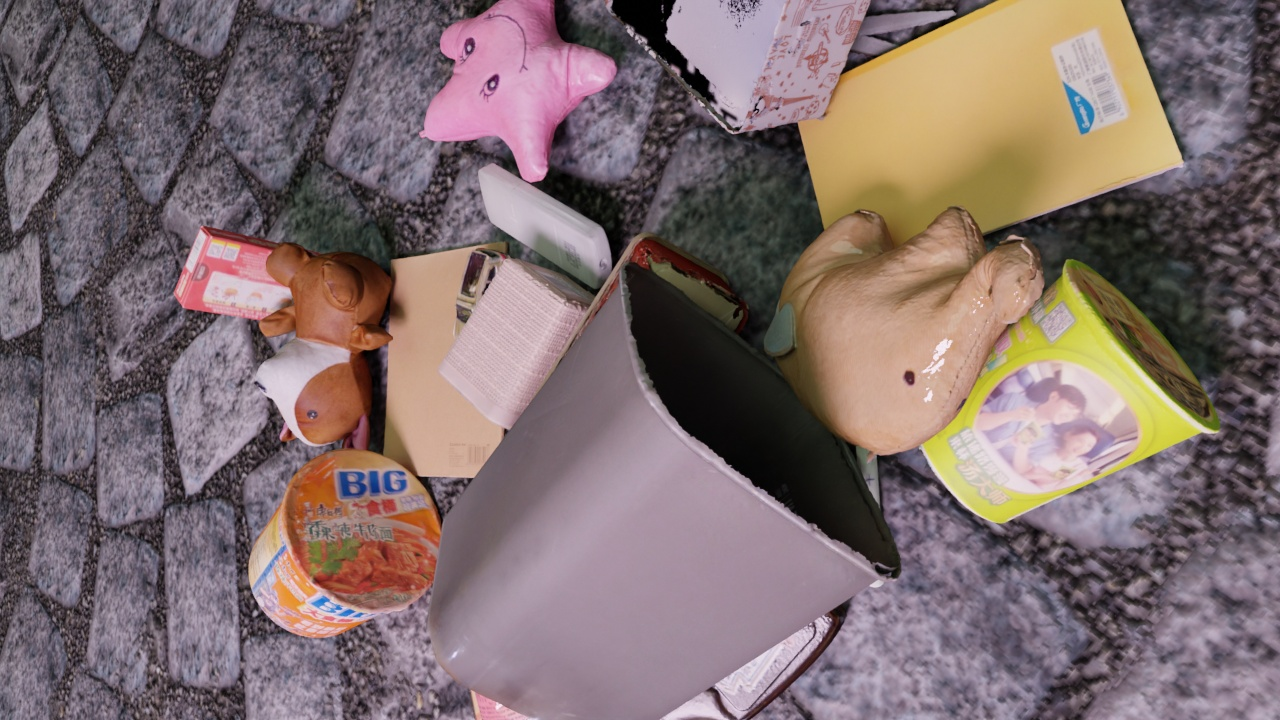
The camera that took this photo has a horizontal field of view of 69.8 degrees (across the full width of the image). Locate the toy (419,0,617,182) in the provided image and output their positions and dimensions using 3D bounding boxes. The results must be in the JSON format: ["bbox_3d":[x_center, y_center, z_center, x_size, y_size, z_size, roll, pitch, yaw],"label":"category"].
[{"bbox_3d":[-0.113,-0.233,0.778,0.179,0.074,0.194,-33,65,14],"label":"toy"}]

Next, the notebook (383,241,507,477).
[{"bbox_3d":[-0.181,0.003,0.846,0.150,0.012,0.211,-3,83,34],"label":"notebook"}]

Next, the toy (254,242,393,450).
[{"bbox_3d":[-0.302,-0.005,0.869,0.140,0.130,0.200,20,110,36],"label":"toy"}]

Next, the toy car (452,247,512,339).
[{"bbox_3d":[-0.140,-0.052,0.798,0.042,0.035,0.090,20,98,34],"label":"toy car"}]

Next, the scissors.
[{"bbox_3d":[0.127,-0.229,0.653,0.166,0.014,0.163,-37,68,25],"label":"scissors"}]

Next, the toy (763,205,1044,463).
[{"bbox_3d":[0.143,-0.014,0.499,0.226,0.082,0.143,-157,73,-72],"label":"toy"}]

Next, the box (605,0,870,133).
[{"bbox_3d":[0.104,-0.274,0.619,0.181,0.204,0.158,49,149,28],"label":"box"}]

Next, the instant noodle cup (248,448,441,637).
[{"bbox_3d":[-0.267,0.170,0.814,0.112,0.151,0.151,-39,65,35],"label":"instant noodle cup"}]

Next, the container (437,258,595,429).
[{"bbox_3d":[-0.086,-0.013,0.735,0.090,0.089,0.111,38,103,32],"label":"container"}]

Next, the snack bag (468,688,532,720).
[{"bbox_3d":[-0.094,0.268,0.730,0.129,0.073,0.207,-27,76,35],"label":"snack bag"}]

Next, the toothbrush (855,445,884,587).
[{"bbox_3d":[0.146,0.053,0.605,0.029,0.020,0.189,149,118,-74],"label":"toothbrush"}]

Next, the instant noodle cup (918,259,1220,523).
[{"bbox_3d":[0.223,0.026,0.506,0.124,0.111,0.111,-44,62,32],"label":"instant noodle cup"}]

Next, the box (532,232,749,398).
[{"bbox_3d":[-0.004,0.004,0.658,0.168,0.091,0.077,-57,26,17],"label":"box"}]

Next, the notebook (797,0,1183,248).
[{"bbox_3d":[0.204,-0.147,0.579,0.207,0.010,0.145,-20,72,29],"label":"notebook"}]

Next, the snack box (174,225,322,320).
[{"bbox_3d":[-0.365,-0.077,0.896,0.025,0.152,0.075,39,107,34],"label":"snack box"}]

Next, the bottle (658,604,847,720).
[{"bbox_3d":[0.046,0.212,0.619,0.195,0.044,0.080,-45,69,9],"label":"bottle"}]

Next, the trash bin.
[{"bbox_3d":[0.001,0.099,0.562,0.220,0.198,0.198,-47,23,19],"label":"trash bin"}]

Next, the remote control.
[{"bbox_3d":[-0.080,-0.114,0.763,0.150,0.021,0.058,34,148,32],"label":"remote control"}]
